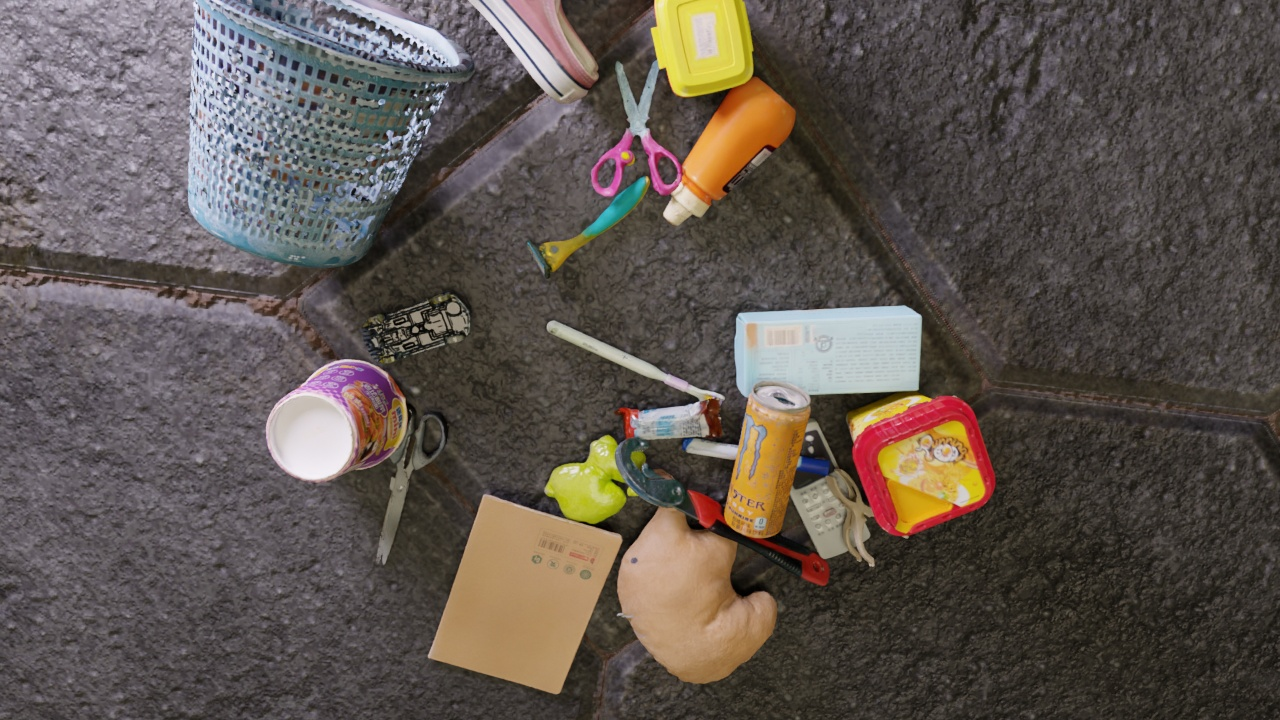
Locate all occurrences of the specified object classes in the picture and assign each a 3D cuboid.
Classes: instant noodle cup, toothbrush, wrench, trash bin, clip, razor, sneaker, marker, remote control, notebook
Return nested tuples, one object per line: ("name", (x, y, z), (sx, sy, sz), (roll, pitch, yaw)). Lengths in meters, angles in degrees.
("instant noodle cup", (0.257, 0.087, 0.879), (0.116, 0.123, 0.116), (-22, 104, 3))
("toothbrush", (-0.005, 0.005, 0.899), (0.189, 0.020, 0.029), (26, 126, -9))
("wrench", (0.087, 0.159, 0.918), (0.273, 0.056, 0.016), (33, 137, -18))
("trash bin", (-0.275, -0.194, 0.753), (0.226, 0.226, 0.195), (22, 114, -8))
("instant noodle cup", (-0.287, 0.060, 0.853), (0.111, 0.099, 0.111), (1, 98, 6))
("clip", (0.216, 0.165, 0.920), (0.102, 0.035, 0.095), (31, 84, -15))
("razor", (-0.044, -0.129, 0.860), (0.132, 0.043, 0.028), (-36, 148, 6))
("sneaker", (-0.107, -0.333, 0.767), (0.088, 0.118, 0.241), (-33, 110, 23))
("marker", (0.114, 0.095, 0.914), (0.146, 0.016, 0.017), (9, 104, 9))
("remote control", (0.182, 0.132, 0.939), (0.058, 0.021, 0.150), (-27, 104, 4))
("notebook", (-0.121, 0.246, 0.948), (0.148, 0.008, 0.208), (18, 110, -7))

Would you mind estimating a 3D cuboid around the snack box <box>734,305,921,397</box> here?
("snack box", (0.181, -0.009, 0.888), (0.175, 0.051, 0.074), (-2, 106, -1))

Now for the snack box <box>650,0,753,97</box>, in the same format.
("snack box", (0.051, -0.279, 0.800), (0.082, 0.080, 0.091), (-13, 104, 0))

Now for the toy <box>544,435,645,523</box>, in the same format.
("toy", (-0.042, 0.124, 0.918), (0.097, 0.031, 0.100), (24, 102, 5))

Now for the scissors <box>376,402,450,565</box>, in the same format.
("scissors", (-0.251, 0.123, 0.924), (0.175, 0.014, 0.133), (-39, 101, 11))

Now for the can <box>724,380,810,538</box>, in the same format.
("can", (0.119, 0.095, 0.869), (0.058, 0.058, 0.146), (6, 116, -4))

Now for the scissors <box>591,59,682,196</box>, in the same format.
("scissors", (0.005, -0.209, 0.833), (0.108, 0.017, 0.135), (20, 95, 12))

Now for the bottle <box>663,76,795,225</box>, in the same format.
("bottle", (0.074, -0.184, 0.837), (0.067, 0.066, 0.150), (38, 107, -11))

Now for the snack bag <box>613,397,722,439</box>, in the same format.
("snack bag", (0.028, 0.061, 0.904), (0.105, 0.026, 0.045), (-5, 112, 8))

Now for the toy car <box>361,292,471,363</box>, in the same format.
("toy car", (-0.211, -0.032, 0.874), (0.105, 0.031, 0.049), (-17, 105, 3))

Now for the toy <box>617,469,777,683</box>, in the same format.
("toy", (0.041, 0.223, 0.930), (0.143, 0.082, 0.226), (-34, 102, -15))
